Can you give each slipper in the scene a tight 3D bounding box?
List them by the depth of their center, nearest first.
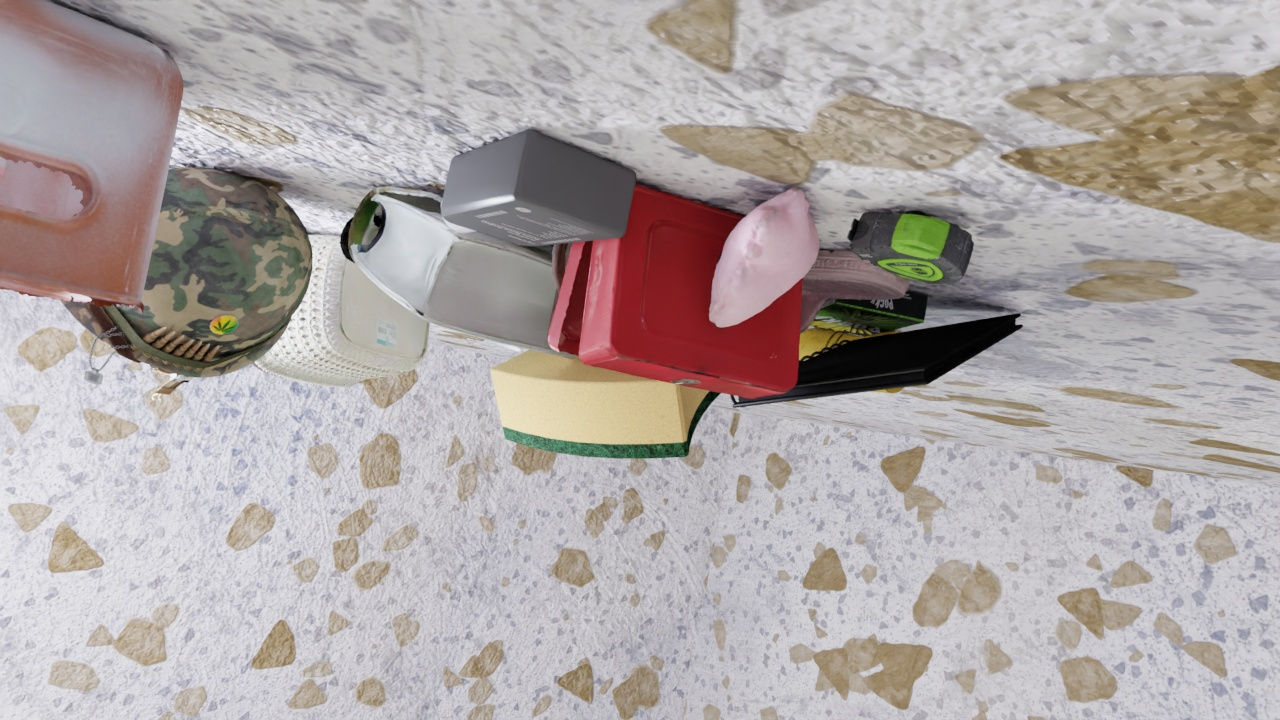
[{"bbox_3d":[0.111,-0.053,0.776,0.240,0.064,0.094,4,172,44],"label":"slipper"}]

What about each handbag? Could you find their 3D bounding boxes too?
[{"bbox_3d":[-0.141,-0.083,0.819,0.142,0.096,0.198,36,-167,39],"label":"handbag"}]

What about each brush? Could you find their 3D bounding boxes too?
[{"bbox_3d":[-0.005,0.005,0.924,0.195,0.075,0.249,3,-156,27],"label":"brush"}]

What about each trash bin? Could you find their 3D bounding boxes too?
[{"bbox_3d":[-0.403,-0.126,0.549,0.181,0.157,0.260,15,175,-42],"label":"trash bin"}]

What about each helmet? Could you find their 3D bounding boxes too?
[{"bbox_3d":[-0.434,-0.081,0.865,0.223,0.192,0.237,-2,157,-37],"label":"helmet"}]

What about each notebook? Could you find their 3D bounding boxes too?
[{"bbox_3d":[0.198,-0.001,0.761,0.170,0.019,0.230,-10,-175,39],"label":"notebook"}]

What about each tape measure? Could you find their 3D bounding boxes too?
[{"bbox_3d":[0.174,-0.073,0.574,0.058,0.036,0.066,26,170,-37],"label":"tape measure"}]

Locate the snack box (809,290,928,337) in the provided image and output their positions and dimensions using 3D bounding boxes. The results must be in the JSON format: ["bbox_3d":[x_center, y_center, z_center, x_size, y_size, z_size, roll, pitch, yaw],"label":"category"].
[{"bbox_3d":[0.199,-0.048,0.860,0.080,0.025,0.148,11,175,-6],"label":"snack box"}]

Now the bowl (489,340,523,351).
[{"bbox_3d":[-0.160,-0.057,1.121,0.144,0.074,0.144,21,171,3],"label":"bowl"}]

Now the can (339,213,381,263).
[{"bbox_3d":[-0.255,-0.113,0.965,0.054,0.054,0.137,9,175,22],"label":"can"}]

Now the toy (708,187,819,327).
[{"bbox_3d":[0.083,-0.073,0.591,0.053,0.099,0.096,41,159,18],"label":"toy"}]

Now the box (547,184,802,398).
[{"bbox_3d":[0.032,-0.046,0.659,0.157,0.135,0.117,11,-179,-23],"label":"box"}]

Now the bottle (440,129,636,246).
[{"bbox_3d":[-0.088,-0.112,0.636,0.083,0.046,0.174,14,174,-35],"label":"bottle"}]

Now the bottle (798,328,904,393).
[{"bbox_3d":[0.230,-0.002,1.075,0.071,0.071,0.164,15,174,-39],"label":"bottle"}]

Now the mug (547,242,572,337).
[{"bbox_3d":[-0.035,-0.063,0.755,0.096,0.110,0.122,1,171,36],"label":"mug"}]

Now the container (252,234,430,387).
[{"bbox_3d":[-0.375,-0.062,1.151,0.143,0.184,0.251,0,171,21],"label":"container"}]
